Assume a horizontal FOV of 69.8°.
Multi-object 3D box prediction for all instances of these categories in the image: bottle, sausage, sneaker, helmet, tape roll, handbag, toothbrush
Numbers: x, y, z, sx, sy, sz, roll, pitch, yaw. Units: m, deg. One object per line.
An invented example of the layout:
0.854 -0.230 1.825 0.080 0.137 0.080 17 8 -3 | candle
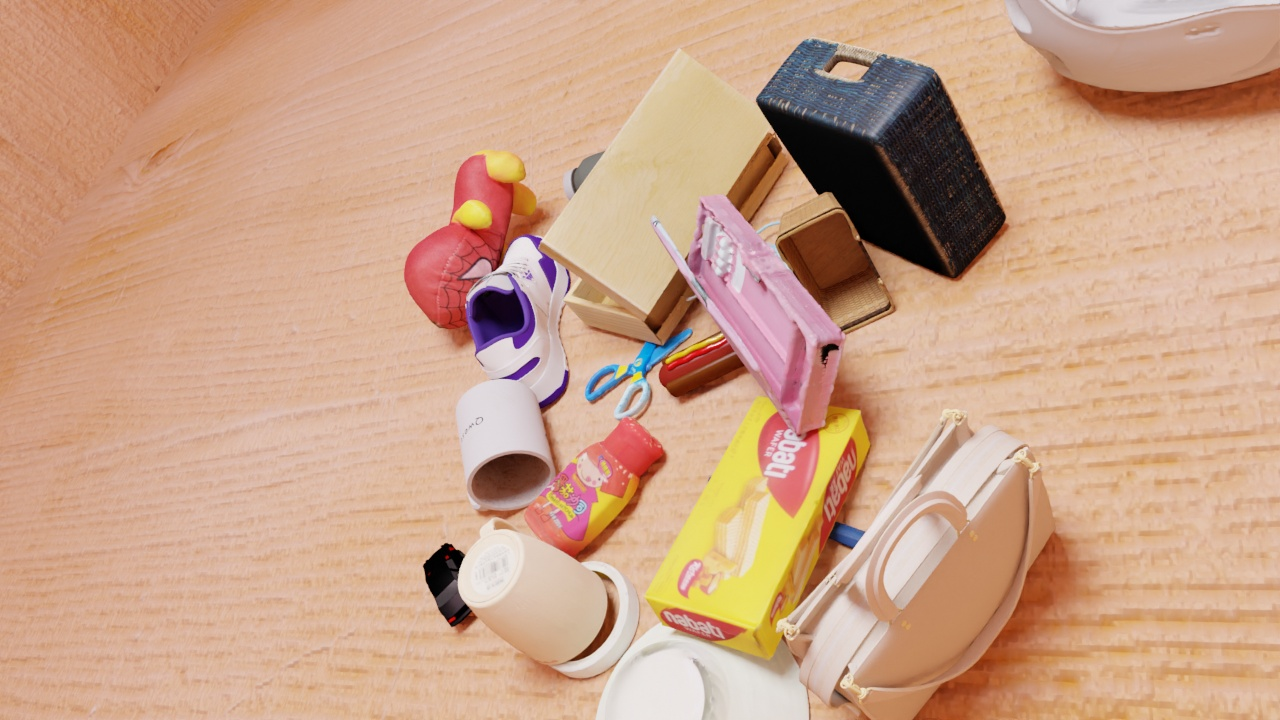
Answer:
-0.039 0.111 0.817 0.134 0.048 0.071 -46 40 -3 | bottle
0.085 -0.013 0.827 0.156 0.040 0.040 -26 45 18 | sausage
-0.141 -0.065 0.990 0.092 0.111 0.243 -26 45 18 | sneaker
0.426 -0.313 0.696 0.283 0.183 0.223 0 63 46 | helmet
-0.034 -0.214 1.065 0.109 0.060 0.060 -11 51 31 | bottle
-0.045 0.214 0.761 0.094 0.019 0.093 -21 47 24 | tape roll
0.161 0.118 0.538 0.101 0.198 0.194 36 82 33 | handbag
0.125 0.121 0.705 0.190 0.017 0.016 15 67 44 | toothbrush

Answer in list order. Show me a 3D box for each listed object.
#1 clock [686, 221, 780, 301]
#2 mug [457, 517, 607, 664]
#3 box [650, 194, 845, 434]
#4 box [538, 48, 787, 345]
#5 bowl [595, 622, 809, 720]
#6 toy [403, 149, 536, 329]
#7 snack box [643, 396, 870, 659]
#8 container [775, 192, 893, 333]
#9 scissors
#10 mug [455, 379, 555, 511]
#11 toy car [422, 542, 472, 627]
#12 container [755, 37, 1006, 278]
0.106 -0.088 0.877 0.123 0.042 0.087 -47 42 -11 | clock
-0.094 0.174 0.736 0.085 0.104 0.111 -38 43 6 | mug
0.073 -0.042 0.745 0.080 0.099 0.232 -7 39 -18 | box
0.028 -0.153 0.917 0.142 0.179 0.248 25 72 26 | box
0.026 0.250 0.648 0.177 0.058 0.176 -21 47 24 | bowl
-0.200 -0.137 1.074 0.099 0.147 0.216 19 73 17 | toy
0.092 0.115 0.682 0.092 0.042 0.200 7 49 37 | snack box
0.162 -0.086 0.781 0.063 0.114 0.061 -26 32 19 | container
0.003 0.008 0.892 0.131 0.018 0.109 -36 41 6 | scissors
-0.140 0.094 0.896 0.120 0.083 0.096 -57 34 30 | mug
-0.180 0.206 0.858 0.042 0.036 0.092 -45 42 -1 | toy car
0.197 -0.163 0.751 0.071 0.187 0.145 -50 42 -2 | container
